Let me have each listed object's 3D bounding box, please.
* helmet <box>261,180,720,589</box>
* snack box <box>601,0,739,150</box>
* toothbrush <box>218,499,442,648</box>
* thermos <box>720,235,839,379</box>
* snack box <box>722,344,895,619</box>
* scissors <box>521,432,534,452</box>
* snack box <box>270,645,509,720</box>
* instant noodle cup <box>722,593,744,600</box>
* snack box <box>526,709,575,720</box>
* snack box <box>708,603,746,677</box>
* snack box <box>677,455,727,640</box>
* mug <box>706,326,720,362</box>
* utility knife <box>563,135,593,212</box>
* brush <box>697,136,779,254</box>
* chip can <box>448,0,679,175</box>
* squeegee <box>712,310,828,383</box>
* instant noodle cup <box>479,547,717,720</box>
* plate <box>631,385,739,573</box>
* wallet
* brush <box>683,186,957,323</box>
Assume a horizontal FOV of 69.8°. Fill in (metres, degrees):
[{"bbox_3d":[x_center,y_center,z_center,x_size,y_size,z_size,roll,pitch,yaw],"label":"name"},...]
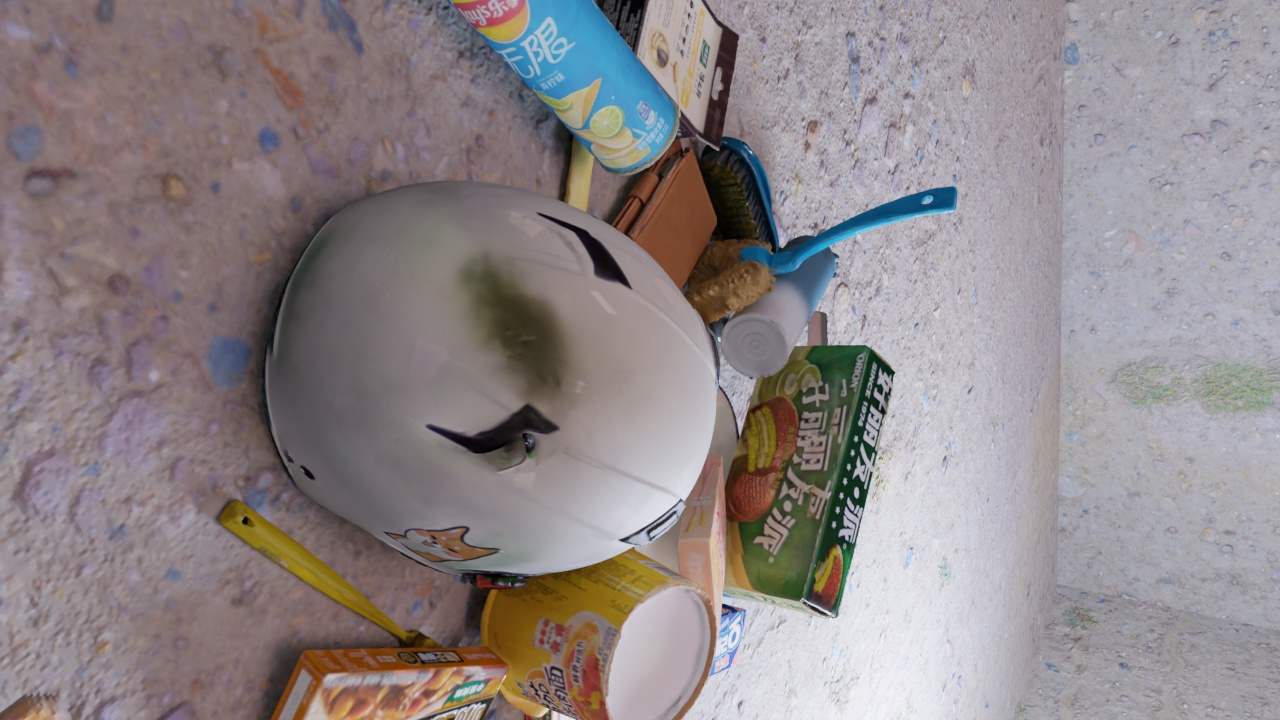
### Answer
[{"bbox_3d":[-0.053,0.012,0.506,0.274,0.157,0.229,30,70,-31],"label":"helmet"},{"bbox_3d":[0.021,-0.241,0.714,0.125,0.053,0.113,36,61,-54],"label":"snack box"},{"bbox_3d":[-0.169,0.133,0.527,0.015,0.017,0.190,-62,142,-28],"label":"toothbrush"},{"bbox_3d":[0.139,-0.061,0.894,0.219,0.070,0.070,-51,136,-54],"label":"thermos"},{"bbox_3d":[0.145,0.103,0.834,0.063,0.115,0.239,35,67,-40],"label":"snack box"},{"bbox_3d":[-0.102,0.075,0.620,0.180,0.019,0.170,17,83,-56],"label":"scissors"},{"bbox_3d":[-0.149,0.209,0.545,0.153,0.026,0.075,25,92,-55],"label":"snack box"},{"bbox_3d":[0.122,0.197,0.903,0.099,0.110,0.099,-13,105,-55],"label":"instant noodle cup"},{"bbox_3d":[-0.054,0.225,0.711,0.076,0.027,0.156,-10,104,-57],"label":"snack box"},{"bbox_3d":[0.036,0.245,0.804,0.207,0.057,0.058,24,75,-65],"label":"snack box"},{"bbox_3d":[0.052,0.143,0.730,0.157,0.026,0.084,-66,153,-72],"label":"snack box"},{"bbox_3d":[-0.004,0.004,0.692,0.106,0.082,0.111,27,71,-50],"label":"mug"},{"bbox_3d":[-0.048,-0.108,0.668,0.031,0.022,0.212,17,75,-56],"label":"utility knife"},{"bbox_3d":[0.094,-0.146,0.848,0.073,0.055,0.144,-59,140,-32],"label":"brush"},{"bbox_3d":[-0.054,-0.205,0.580,0.210,0.071,0.071,39,63,-49],"label":"chip can"},{"bbox_3d":[0.129,0.011,0.946,0.249,0.040,0.247,35,51,-47],"label":"squeegee"},{"bbox_3d":[-0.022,0.188,0.629,0.137,0.110,0.138,-11,105,-44],"label":"instant noodle cup"},{"bbox_3d":[0.029,0.107,0.808,0.192,0.039,0.192,-15,108,-56],"label":"plate"},{"bbox_3d":[0.019,-0.105,0.761,0.131,0.031,0.108,-62,145,-30],"label":"wallet"},{"bbox_3d":[0.135,-0.093,0.756,0.046,0.255,0.083,46,44,-30],"label":"brush"}]
